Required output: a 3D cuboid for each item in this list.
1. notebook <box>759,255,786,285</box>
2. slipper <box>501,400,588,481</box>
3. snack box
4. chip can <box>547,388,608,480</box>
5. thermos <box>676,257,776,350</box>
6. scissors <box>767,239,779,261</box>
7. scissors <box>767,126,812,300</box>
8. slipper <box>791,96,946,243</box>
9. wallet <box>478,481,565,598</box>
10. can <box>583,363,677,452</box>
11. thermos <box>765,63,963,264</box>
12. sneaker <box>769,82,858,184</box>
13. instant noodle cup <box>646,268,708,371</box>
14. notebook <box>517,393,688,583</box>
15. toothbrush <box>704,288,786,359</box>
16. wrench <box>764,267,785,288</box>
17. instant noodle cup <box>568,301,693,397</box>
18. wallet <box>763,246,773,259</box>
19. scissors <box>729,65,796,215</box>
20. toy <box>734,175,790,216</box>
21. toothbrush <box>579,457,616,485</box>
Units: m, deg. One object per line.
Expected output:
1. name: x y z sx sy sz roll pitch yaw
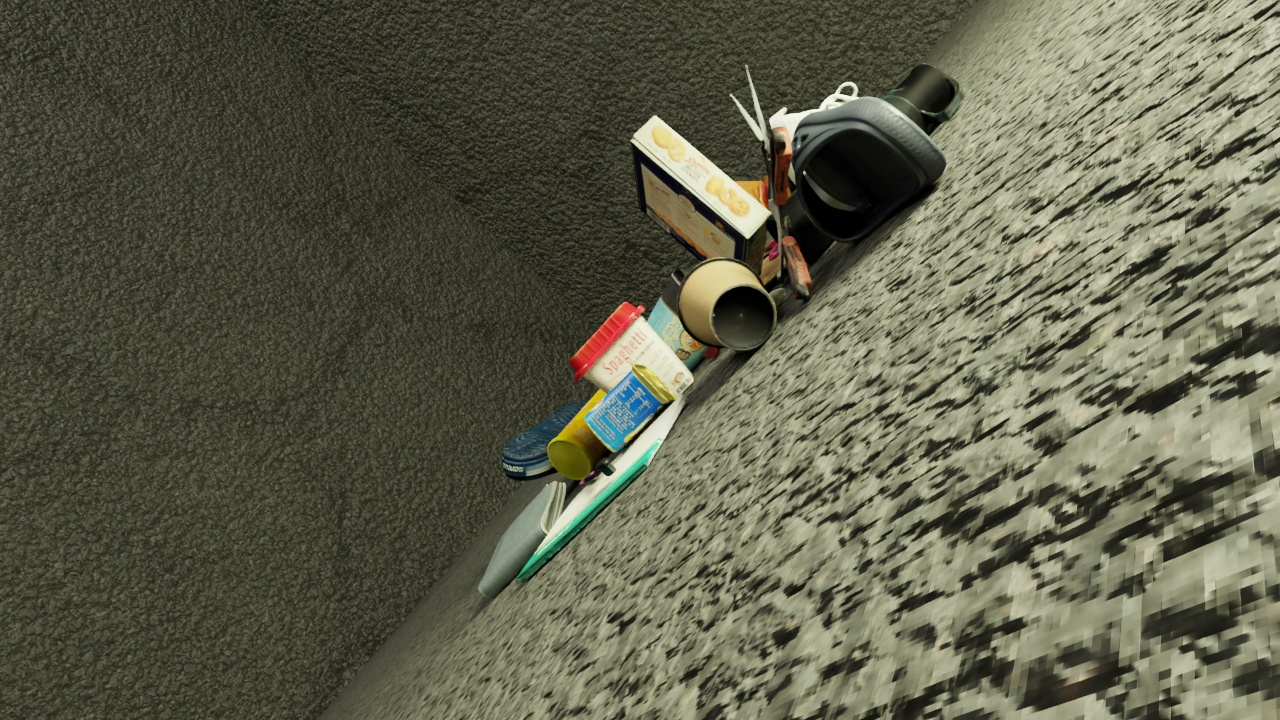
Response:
1. notebook: 0.208 -0.156 1.154 0.208 0.008 0.147 -41 7 34
2. slipper: -0.110 0.135 1.404 0.252 0.105 0.095 -27 -57 -53
3. snack box: 0.070 -0.178 1.090 0.045 0.178 0.183 -45 -13 -10
4. chip can: -0.052 0.083 1.337 0.072 0.072 0.212 -46 3 43
5. thermos: 0.086 -0.050 0.882 0.093 0.093 0.143 -47 11 4
6. scissors: 0.201 -0.167 1.167 0.134 0.017 0.134 -46 9 -38
7. scissors: 0.132 -0.132 0.852 0.015 0.189 0.222 -10 28 3
8. slipper: 0.172 -0.158 0.793 0.083 0.110 0.268 -50 5 3
9. wallet: -0.134 0.212 1.089 0.130 0.037 0.106 -48 12 25
10. can: -0.010 0.053 1.012 0.083 0.057 0.102 -45 -8 6
11. thermos: 0.243 -0.212 0.979 0.242 0.068 0.090 -47 24 -4
12. sneaker: 0.238 -0.275 1.103 0.241 0.090 0.090 -22 -11 -43
13. instant noodle cup: 0.054 -0.039 1.187 0.121 0.111 0.111 -56 -1 17
14. notebook: -0.037 0.132 0.944 0.210 0.012 0.150 -46 3 29
15. toothbrush: 0.115 -0.040 1.012 0.017 0.016 0.188 -37 -4 -29
16. wrench: 0.158 -0.102 1.324 0.056 0.016 0.274 -47 2 -13
17. instant noodle cup: -0.007 0.006 1.108 0.116 0.124 0.116 -46 2 5
18. wallet: 0.159 -0.132 1.388 0.107 0.031 0.132 -31 -5 -30
19. scissors: 0.156 -0.223 1.068 0.022 0.220 0.231 -13 -11 28
20. toy: 0.193 -0.218 1.295 0.200 0.130 0.140 -26 44 24
21. toothbrush: -0.048 0.124 0.984 0.014 0.018 0.189 -47 -1 -17
